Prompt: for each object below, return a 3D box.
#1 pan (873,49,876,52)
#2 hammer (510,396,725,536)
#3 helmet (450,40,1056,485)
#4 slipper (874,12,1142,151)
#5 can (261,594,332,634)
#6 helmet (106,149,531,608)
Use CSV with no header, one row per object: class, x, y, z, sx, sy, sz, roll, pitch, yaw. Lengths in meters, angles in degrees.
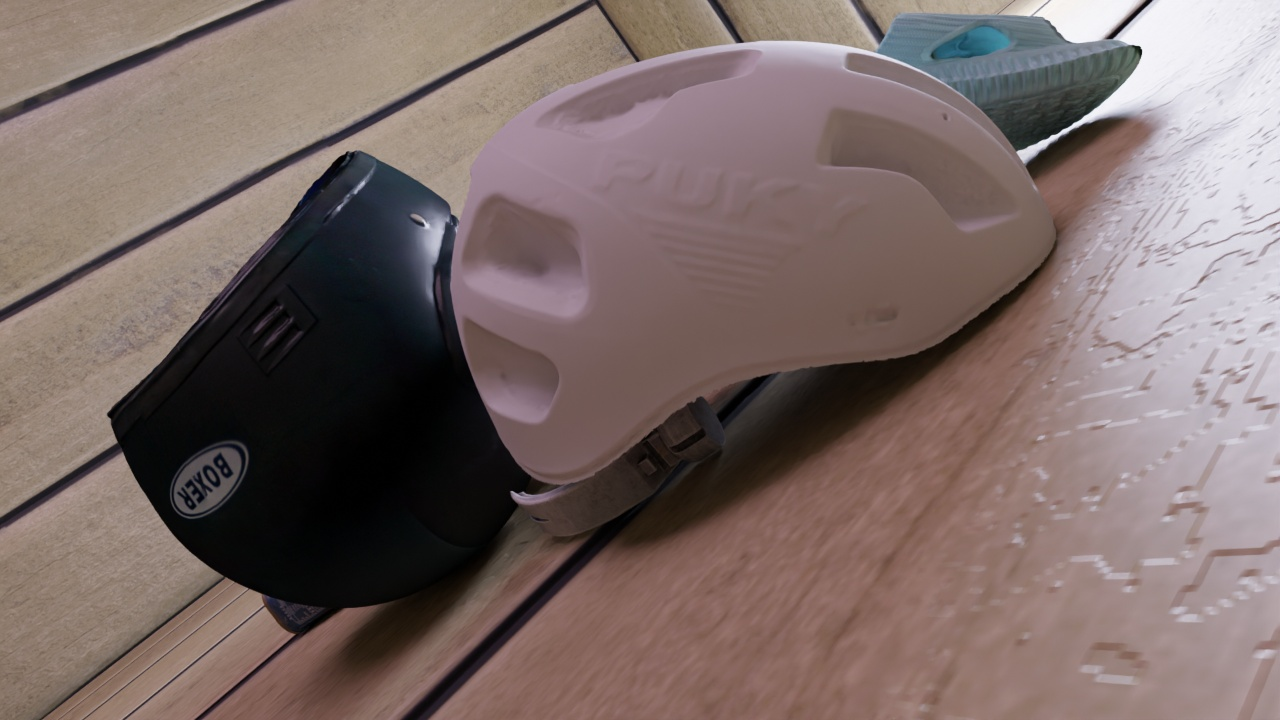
pan,0.169,-0.161,0.874,0.200,0.051,0.358,-12,-32,-52
hammer,-0.008,0.003,0.595,0.126,0.036,0.315,-35,17,18
helmet,0.049,-0.057,0.443,0.282,0.184,0.224,-4,23,1
slipper,0.155,-0.155,0.568,0.276,0.069,0.116,-13,-15,8
can,-0.278,0.189,0.809,0.059,0.054,0.099,-34,8,13
helmet,-0.182,0.020,0.628,0.250,0.236,0.315,-38,24,23
